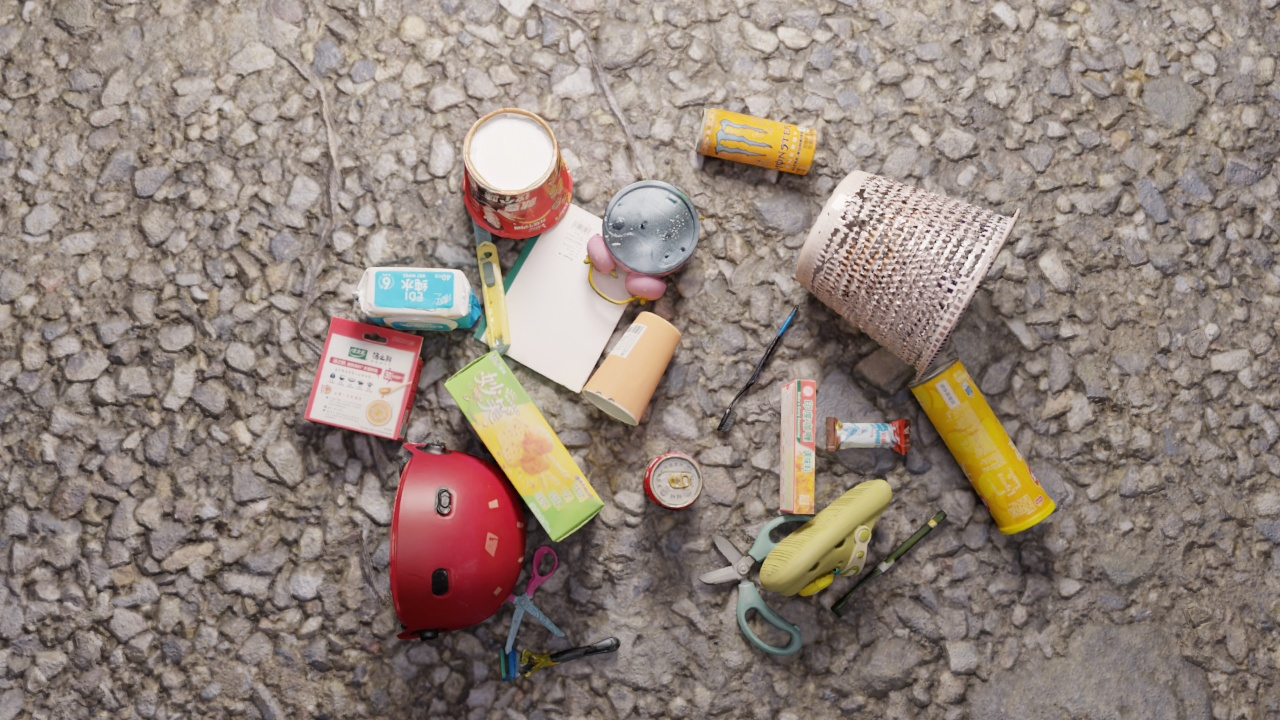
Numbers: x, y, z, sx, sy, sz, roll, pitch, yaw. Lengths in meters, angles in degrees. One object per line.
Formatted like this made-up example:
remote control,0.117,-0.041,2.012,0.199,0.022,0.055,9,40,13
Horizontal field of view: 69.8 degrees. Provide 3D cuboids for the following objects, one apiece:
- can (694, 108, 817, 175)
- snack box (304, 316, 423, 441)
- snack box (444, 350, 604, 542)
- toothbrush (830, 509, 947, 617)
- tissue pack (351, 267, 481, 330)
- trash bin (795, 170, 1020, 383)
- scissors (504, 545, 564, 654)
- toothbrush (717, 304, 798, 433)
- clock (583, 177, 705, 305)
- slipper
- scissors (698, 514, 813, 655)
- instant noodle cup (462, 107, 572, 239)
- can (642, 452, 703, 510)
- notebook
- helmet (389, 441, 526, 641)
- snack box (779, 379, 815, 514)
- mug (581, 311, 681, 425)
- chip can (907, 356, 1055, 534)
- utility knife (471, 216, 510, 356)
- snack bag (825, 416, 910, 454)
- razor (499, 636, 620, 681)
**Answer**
can,0.145,-0.275,1.151,0.146,0.058,0.058,11,82,-2
snack box,-0.325,0.023,1.096,0.113,0.044,0.127,14,83,-1
snack box,-0.128,0.100,1.039,0.070,0.158,0.210,-34,85,-9
toothbrush,0.305,0.247,1.118,0.185,0.012,0.017,-39,92,-7
tissue pack,-0.263,-0.070,1.088,0.140,0.090,0.063,1,82,-3
trash bin,0.299,-0.116,1.075,0.192,0.227,0.227,30,82,13
scissors,-0.137,0.278,1.086,0.133,0.017,0.135,38,78,6
toothbrush,0.149,0.010,1.138,0.016,0.014,0.189,33,81,0
clock,0.000,-0.139,1.114,0.117,0.060,0.158,35,80,3
slipper,0.228,0.216,1.062,0.190,0.092,0.081,-38,87,-11
scissors,0.167,0.256,1.106,0.179,0.019,0.170,-37,85,-6
instant noodle cup,-0.152,-0.227,1.098,0.138,0.109,0.137,0,78,-2
can,0.038,0.141,1.075,0.066,0.094,0.066,0,83,-3
notebook,-0.092,-0.084,1.138,0.150,0.012,0.209,28,81,2
helmet,-0.194,0.192,0.989,0.144,0.240,0.206,1,80,-10
snack box,0.187,0.104,1.096,0.027,0.077,0.155,2,83,-3
mug,-0.007,0.006,1.103,0.078,0.078,0.122,31,77,1
chip can,0.411,0.103,1.111,0.072,0.072,0.213,-32,86,-7
utility knife,-0.187,-0.104,1.131,0.031,0.022,0.213,-10,72,-5
snack bag,0.280,0.092,1.129,0.104,0.026,0.048,5,71,-3
razor,-0.093,0.347,1.080,0.142,0.022,0.042,-10,45,-6
